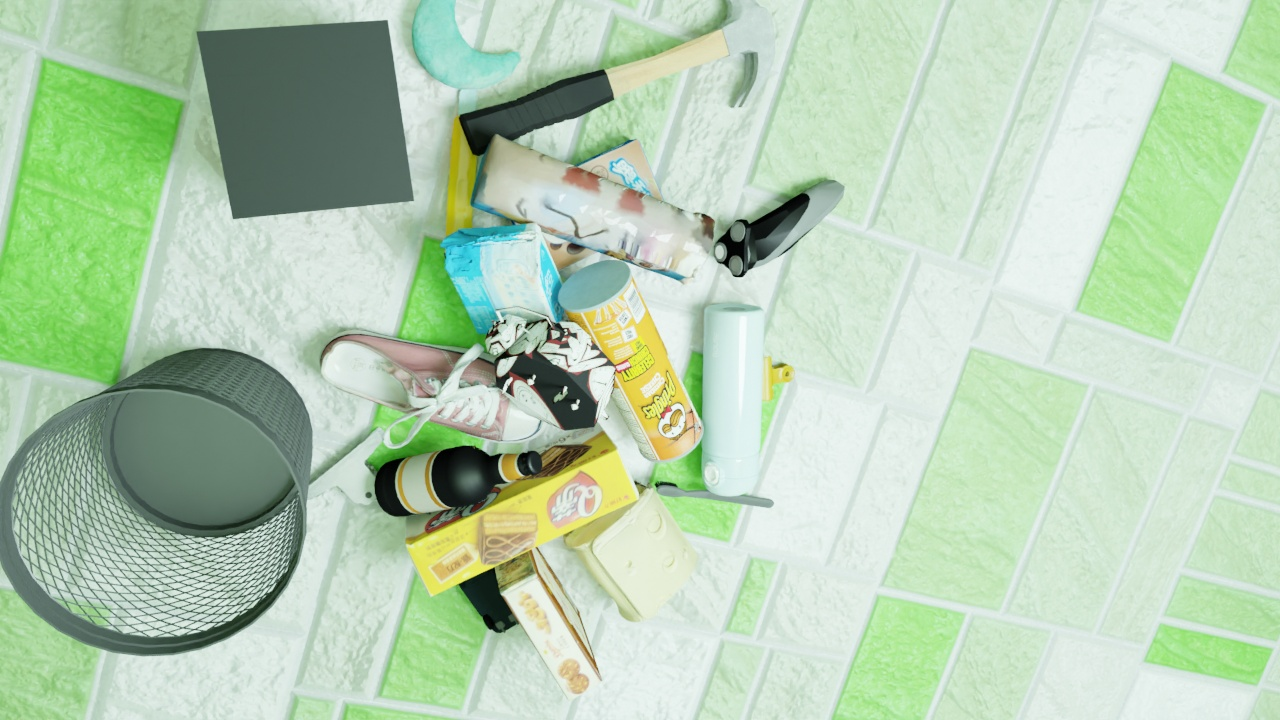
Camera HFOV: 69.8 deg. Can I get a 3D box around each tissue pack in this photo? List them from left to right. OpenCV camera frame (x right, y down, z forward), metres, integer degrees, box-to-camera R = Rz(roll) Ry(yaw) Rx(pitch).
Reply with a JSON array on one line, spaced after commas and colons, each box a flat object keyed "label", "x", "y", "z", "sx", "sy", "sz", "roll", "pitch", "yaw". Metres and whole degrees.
[{"label": "tissue pack", "x": -0.126, "y": -0.077, "z": 0.883, "sx": 0.093, "sy": 0.144, "sz": 0.061, "roll": 1, "pitch": 60, "yaw": 10}]

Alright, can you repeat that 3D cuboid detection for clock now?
[{"label": "clock", "x": -0.091, "y": 0.009, "z": 0.868, "sx": 0.064, "sy": 0.115, "sz": 0.155, "roll": -62, "pitch": 146, "yaw": -32}]

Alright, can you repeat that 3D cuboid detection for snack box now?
[{"label": "snack box", "x": -0.125, "y": 0.149, "z": 0.949, "sx": 0.230, "sy": 0.110, "sz": 0.062, "roll": -24, "pitch": 106, "yaw": -8}, {"label": "snack box", "x": -0.102, "y": 0.256, "z": 0.961, "sx": 0.041, "sy": 0.147, "sz": 0.143, "roll": -30, "pitch": 108, "yaw": -5}, {"label": "snack box", "x": -0.055, "y": -0.155, "z": 0.936, "sx": 0.151, "sy": 0.034, "sz": 0.087, "roll": -27, "pitch": 108, "yaw": -7}]

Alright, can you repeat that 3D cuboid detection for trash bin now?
[{"label": "trash bin", "x": -0.398, "y": 0.103, "z": 0.809, "sx": 0.217, "sy": 0.227, "sz": 0.218, "roll": -3, "pitch": 103, "yaw": -13}, {"label": "trash bin", "x": -0.278, "y": -0.206, "z": 0.796, "sx": 0.139, "sy": 0.172, "sz": 0.140, "roll": -8, "pitch": 104, "yaw": -12}]

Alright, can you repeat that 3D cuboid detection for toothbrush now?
[{"label": "toothbrush", "x": 0.086, "y": 0.153, "z": 1.035, "sx": 0.167, "sy": 0.013, "sz": 0.013, "roll": 13, "pitch": 117, "yaw": -31}]

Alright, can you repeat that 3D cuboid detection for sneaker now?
[{"label": "sneaker", "x": -0.198, "y": 0.030, "z": 0.914, "sx": 0.241, "sy": 0.088, "sz": 0.118, "roll": 17, "pitch": 98, "yaw": -19}]

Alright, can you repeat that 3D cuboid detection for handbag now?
[{"label": "handbag", "x": -0.008, "y": 0.206, "z": 1.008, "sx": 0.111, "sy": 0.081, "sz": 0.119, "roll": -40, "pitch": 106, "yaw": -18}]

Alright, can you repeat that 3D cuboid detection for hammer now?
[{"label": "hammer", "x": -0.019, "y": -0.278, "z": 0.909, "sx": 0.328, "sy": 0.039, "sz": 0.131, "roll": -23, "pitch": 109, "yaw": -10}]

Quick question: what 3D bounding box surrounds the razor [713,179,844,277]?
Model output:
[{"label": "razor", "x": 0.153, "y": -0.146, "z": 0.982, "sx": 0.156, "sy": 0.057, "sz": 0.060, "roll": -28, "pitch": 136, "yaw": -15}]

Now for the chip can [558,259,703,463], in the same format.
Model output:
[{"label": "chip can", "x": -0.006, "y": 0.005, "z": 0.930, "sx": 0.075, "sy": 0.075, "sz": 0.215, "roll": -31, "pitch": 126, "yaw": -6}]

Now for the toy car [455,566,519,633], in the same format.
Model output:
[{"label": "toy car", "x": -0.168, "y": 0.249, "z": 1.002, "sx": 0.046, "sy": 0.034, "sz": 0.112, "roll": -31, "pitch": 111, "yaw": -4}]

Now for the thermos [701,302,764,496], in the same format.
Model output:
[{"label": "thermos", "x": 0.100, "y": 0.044, "z": 1.004, "sx": 0.077, "sy": 0.065, "sz": 0.207, "roll": -16, "pitch": 111, "yaw": -52}]

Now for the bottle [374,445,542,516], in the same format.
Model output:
[{"label": "bottle", "x": -0.176, "y": 0.114, "z": 0.904, "sx": 0.182, "sy": 0.059, "sz": 0.059, "roll": -13, "pitch": 109, "yaw": 27}]

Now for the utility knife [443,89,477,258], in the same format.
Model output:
[{"label": "utility knife", "x": -0.174, "y": -0.185, "z": 0.909, "sx": 0.030, "sy": 0.017, "sz": 0.179, "roll": 3, "pitch": 102, "yaw": -20}]

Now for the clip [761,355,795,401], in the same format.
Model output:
[{"label": "clip", "x": 0.147, "y": 0.016, "z": 1.036, "sx": 0.048, "sy": 0.045, "sz": 0.054, "roll": -23, "pitch": 112, "yaw": -53}]

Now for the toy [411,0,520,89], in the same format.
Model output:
[{"label": "toy", "x": -0.173, "y": -0.303, "z": 0.875, "sx": 0.085, "sy": 0.033, "sz": 0.105, "roll": -43, "pitch": 108, "yaw": -13}]

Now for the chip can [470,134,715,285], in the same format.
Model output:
[{"label": "chip can", "x": -0.044, "y": -0.143, "z": 0.881, "sx": 0.229, "sy": 0.080, "sz": 0.080, "roll": 18, "pitch": 98, "yaw": -18}]

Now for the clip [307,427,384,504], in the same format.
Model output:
[{"label": "clip", "x": -0.294, "y": 0.119, "z": 0.955, "sx": 0.102, "sy": 0.050, "sz": 0.058, "roll": -39, "pitch": 115, "yaw": -2}]
